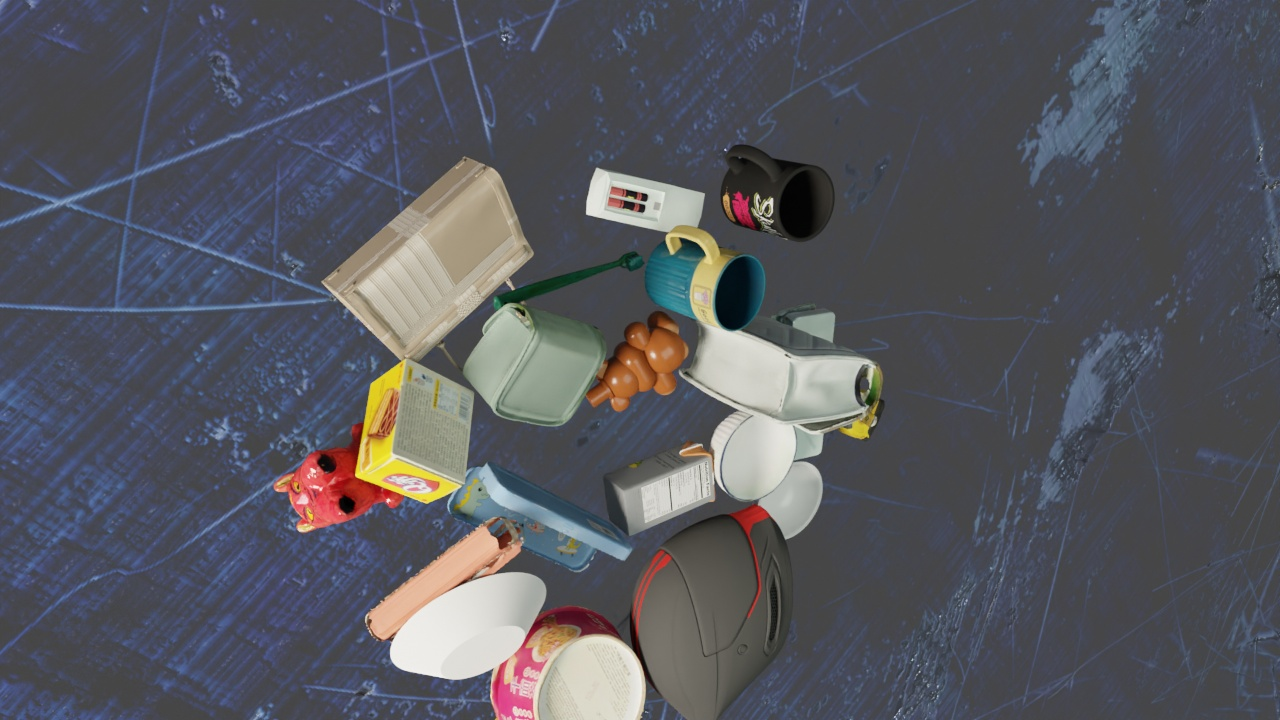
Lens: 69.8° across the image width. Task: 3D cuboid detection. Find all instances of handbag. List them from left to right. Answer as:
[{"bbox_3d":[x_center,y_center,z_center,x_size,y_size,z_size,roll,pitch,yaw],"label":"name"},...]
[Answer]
[{"bbox_3d":[-0.169,-0.060,0.882,0.175,0.062,0.198,-45,134,-14],"label":"handbag"},{"bbox_3d":[-0.103,0.001,0.912,0.121,0.067,0.106,16,111,-54],"label":"handbag"},{"bbox_3d":[0.150,0.009,1.022,0.141,0.199,0.096,1,104,-32],"label":"handbag"}]

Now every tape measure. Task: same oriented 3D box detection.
[{"bbox_3d":[0.296,0.073,1.239,0.064,0.037,0.065,26,92,-37],"label":"tape measure"}]

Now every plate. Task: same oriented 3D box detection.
[{"bbox_3d":[-0.172,0.293,0.967,0.173,0.036,0.174,-22,143,-17],"label":"plate"}]

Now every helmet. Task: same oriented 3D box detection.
[{"bbox_3d":[0.072,0.306,1.099,0.169,0.164,0.265,1,97,-22],"label":"helmet"}]

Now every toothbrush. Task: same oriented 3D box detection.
[{"bbox_3d":[-0.068,-0.082,0.934,0.189,0.017,0.016,-23,133,-38],"label":"toothbrush"}]

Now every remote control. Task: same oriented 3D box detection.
[{"bbox_3d":[0.009,-0.166,0.972,0.143,0.024,0.049,6,104,-35],"label":"remote control"}]

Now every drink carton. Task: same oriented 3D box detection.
[{"bbox_3d":[0.024,0.150,1.082,0.124,0.048,0.076,-19,116,-27],"label":"drink carton"}]

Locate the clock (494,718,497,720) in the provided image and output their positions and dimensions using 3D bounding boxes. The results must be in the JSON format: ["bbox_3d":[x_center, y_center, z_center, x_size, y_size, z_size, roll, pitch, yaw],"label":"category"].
[{"bbox_3d":[-0.117,0.458,1.103,0.151,0.052,0.114,-7,111,-26],"label":"clock"}]

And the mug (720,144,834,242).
[{"bbox_3d":[0.140,-0.190,1.002,0.081,0.098,0.118,-51,126,-8],"label":"mug"}]

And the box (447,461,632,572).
[{"bbox_3d":[-0.104,0.183,0.996,0.209,0.074,0.078,34,91,-37],"label":"box"}]

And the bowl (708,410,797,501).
[{"bbox_3d":[0.128,0.107,1.126,0.118,0.062,0.118,-12,114,-29],"label":"bowl"}]

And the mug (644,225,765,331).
[{"bbox_3d":[0.063,-0.095,0.972,0.083,0.107,0.114,-44,133,-21],"label":"mug"}]

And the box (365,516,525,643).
[{"bbox_3d":[-0.191,0.228,0.940,0.188,0.058,0.062,-37,158,9],"label":"box"}]

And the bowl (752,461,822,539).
[{"bbox_3d":[0.183,0.176,1.200,0.109,0.040,0.110,-12,113,-30],"label":"bowl"}]

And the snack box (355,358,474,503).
[{"bbox_3d":[-0.209,0.068,0.858,0.061,0.105,0.083,-29,137,34],"label":"snack box"}]

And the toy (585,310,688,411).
[{"bbox_3d":[-0.006,0.006,1.012,0.127,0.065,0.095,-35,115,-8],"label":"toy"}]

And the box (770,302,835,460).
[{"bbox_3d":[0.199,0.030,1.156,0.082,0.066,0.199,-25,123,-46],"label":"box"}]

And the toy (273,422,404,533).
[{"bbox_3d":[-0.276,0.114,0.878,0.132,0.094,0.088,-7,69,-55],"label":"toy"}]

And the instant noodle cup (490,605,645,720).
[{"bbox_3d":[-0.071,0.376,1.047,0.178,0.078,0.178,4,83,-30],"label":"instant noodle cup"}]
